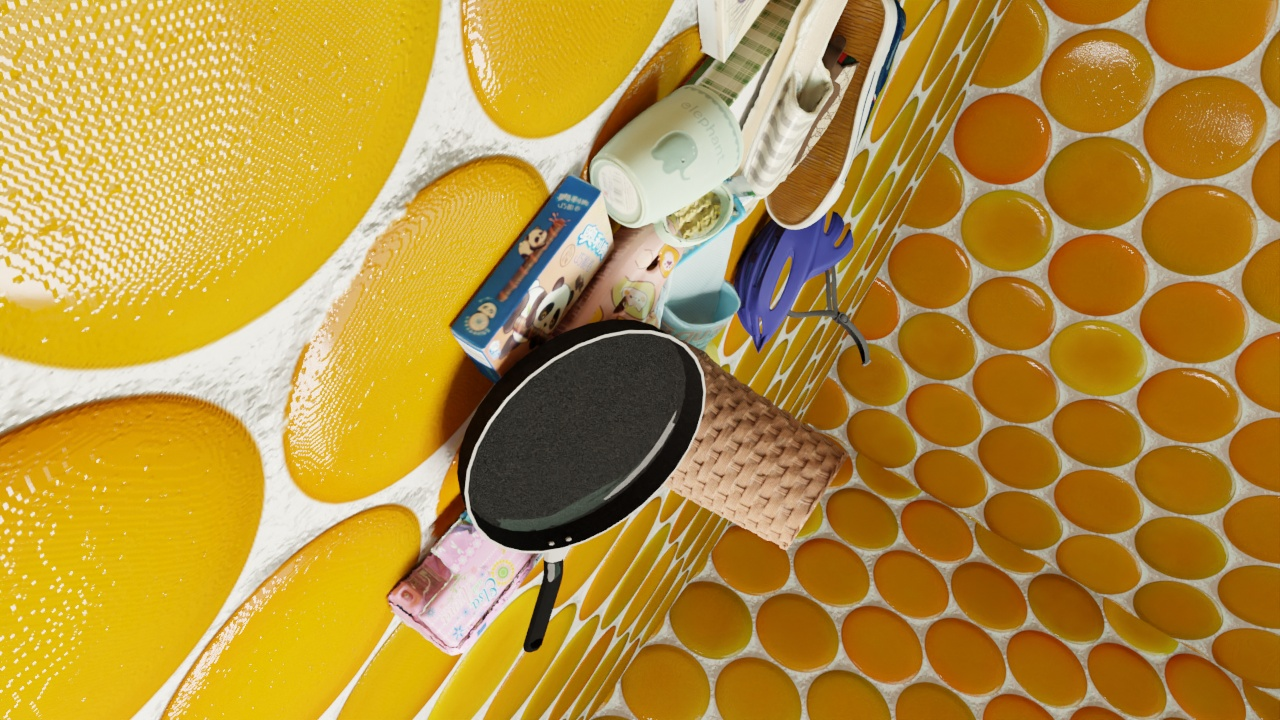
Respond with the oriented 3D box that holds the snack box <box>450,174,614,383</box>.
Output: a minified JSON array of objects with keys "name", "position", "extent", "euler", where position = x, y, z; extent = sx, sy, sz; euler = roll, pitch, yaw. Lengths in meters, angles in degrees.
[{"name":"snack box","position":[-0.077,-0.058,0.700],"extent":[0.151,0.034,0.087],"euler":[-55,164,-14]}]

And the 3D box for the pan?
[{"name":"pan","position":[-0.063,0.120,0.790],"extent":[0.224,0.034,0.357],"euler":[-7,127,-36]}]

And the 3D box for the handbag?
[{"name":"handbag","position":[0.177,-0.268,0.996],"extent":[0.138,0.063,0.167],"euler":[-60,180,-41]}]

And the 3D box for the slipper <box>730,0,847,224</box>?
[{"name":"slipper","position":[0.143,-0.244,0.831],"extent":[0.114,0.054,0.273],"euler":[-48,162,-56]}]

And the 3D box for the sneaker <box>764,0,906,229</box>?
[{"name":"sneaker","position":[0.242,-0.301,1.118],"extent":[0.127,0.121,0.295],"euler":[-16,134,-50]}]

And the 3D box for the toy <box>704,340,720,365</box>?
[{"name":"toy","position":[0.057,0.032,1.191],"extent":[0.133,0.092,0.208],"euler":[-54,167,-8]}]

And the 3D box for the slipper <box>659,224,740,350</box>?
[{"name":"slipper","position":[0.060,-0.071,0.992],"extent":[0.103,0.074,0.246],"euler":[-23,145,-29]}]

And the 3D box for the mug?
[{"name":"mug","position":[0.025,-0.144,0.722],"extent":[0.103,0.111,0.084],"euler":[-40,-168,-27]}]

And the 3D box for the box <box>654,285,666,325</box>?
[{"name":"box","position":[-0.006,0.006,0.986],"extent":[0.215,0.036,0.076],"euler":[103,-5,-52]}]

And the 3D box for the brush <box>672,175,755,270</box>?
[{"name":"brush","position":[0.035,-0.120,0.839],"extent":[0.136,0.055,0.075],"euler":[-35,172,35]}]

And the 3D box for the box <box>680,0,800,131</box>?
[{"name":"box","position":[0.097,-0.256,0.849],"extent":[0.205,0.050,0.118],"euler":[-53,166,-20]}]

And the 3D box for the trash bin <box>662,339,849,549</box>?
[{"name":"trash bin","position":[0.092,0.093,0.956],"extent":[0.151,0.210,0.151],"euler":[-53,165,-21]}]

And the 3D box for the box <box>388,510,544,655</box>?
[{"name":"box","position":[-0.128,0.153,0.850],"extent":[0.229,0.085,0.077],"euler":[-49,160,-31]}]

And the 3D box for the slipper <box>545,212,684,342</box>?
[{"name":"slipper","position":[-0.022,-0.038,0.786],"extent":[0.197,0.081,0.093],"euler":[-52,-159,1]}]

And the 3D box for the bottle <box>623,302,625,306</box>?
[{"name":"bottle","position":[-0.029,-0.040,0.893],"extent":[0.030,0.030,0.113],"euler":[-48,161,-35]}]

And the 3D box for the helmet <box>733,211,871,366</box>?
[{"name":"helmet","position":[0.248,-0.101,1.279],"extent":[0.241,0.228,0.147],"euler":[-59,174,7]}]

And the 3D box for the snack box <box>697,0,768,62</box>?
[{"name":"snack box","position":[0.097,-0.328,0.752],"extent":[0.150,0.026,0.082],"euler":[-55,164,-10]}]
